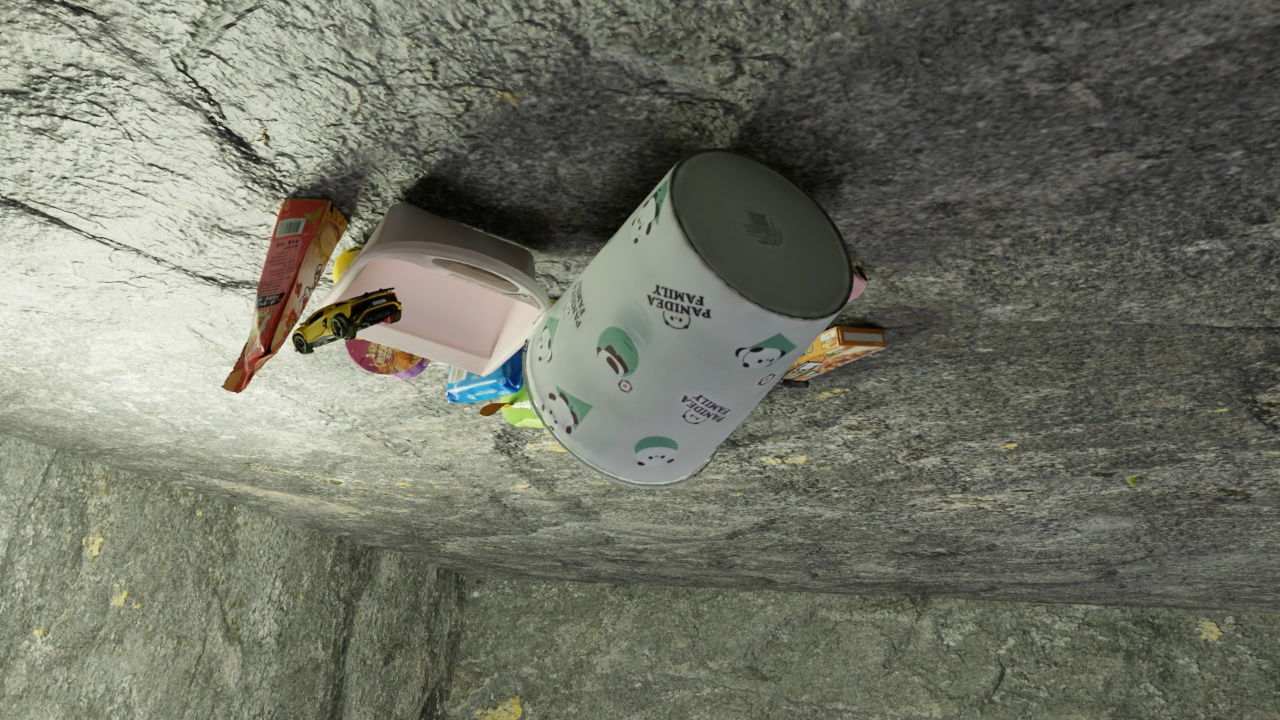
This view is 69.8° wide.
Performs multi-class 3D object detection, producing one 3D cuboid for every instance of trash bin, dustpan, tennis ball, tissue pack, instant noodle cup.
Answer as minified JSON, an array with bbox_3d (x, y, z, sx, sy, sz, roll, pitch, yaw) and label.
[{"bbox_3d":[0.045,-0.039,0.840,0.229,0.229,0.253,18,140,-22],"label":"trash bin"},{"bbox_3d":[-0.222,-0.051,0.989,0.222,0.138,0.274,16,129,-23],"label":"dustpan"},{"bbox_3d":[-0.324,-0.101,1.068,0.065,0.065,0.065,7,158,3],"label":"tennis ball"},{"bbox_3d":[-0.205,0.005,1.252,0.157,0.094,0.052,-13,151,38],"label":"tissue pack"},{"bbox_3d":[-0.325,-0.024,1.216,0.111,0.111,0.099,9,165,-1],"label":"instant noodle cup"}]

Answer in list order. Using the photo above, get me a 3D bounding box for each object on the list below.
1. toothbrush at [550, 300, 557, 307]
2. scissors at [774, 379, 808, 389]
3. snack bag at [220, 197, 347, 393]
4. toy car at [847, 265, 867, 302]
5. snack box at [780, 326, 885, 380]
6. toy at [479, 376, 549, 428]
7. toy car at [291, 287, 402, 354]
[{"bbox_3d":[-0.093,-0.072,1.123,0.192,0.016,0.018,-3,145,25],"label":"toothbrush"},{"bbox_3d":[0.173,0.028,1.203,0.174,0.014,0.160,5,-179,-38],"label":"scissors"},{"bbox_3d":[-0.380,-0.071,0.972,0.073,0.207,0.129,27,151,-28],"label":"snack bag"},{"bbox_3d":[0.189,-0.084,0.936,0.056,0.037,0.122,-32,145,30],"label":"toy car"},{"bbox_3d":[0.221,-0.007,1.129,0.075,0.026,0.154,2,163,-30],"label":"snack box"},{"bbox_3d":[-0.126,0.055,1.332,0.226,0.090,0.247,-4,175,-34],"label":"toy"},{"bbox_3d":[-0.311,-0.040,0.955,0.156,0.041,0.071,-17,-175,42],"label":"toy car"}]
